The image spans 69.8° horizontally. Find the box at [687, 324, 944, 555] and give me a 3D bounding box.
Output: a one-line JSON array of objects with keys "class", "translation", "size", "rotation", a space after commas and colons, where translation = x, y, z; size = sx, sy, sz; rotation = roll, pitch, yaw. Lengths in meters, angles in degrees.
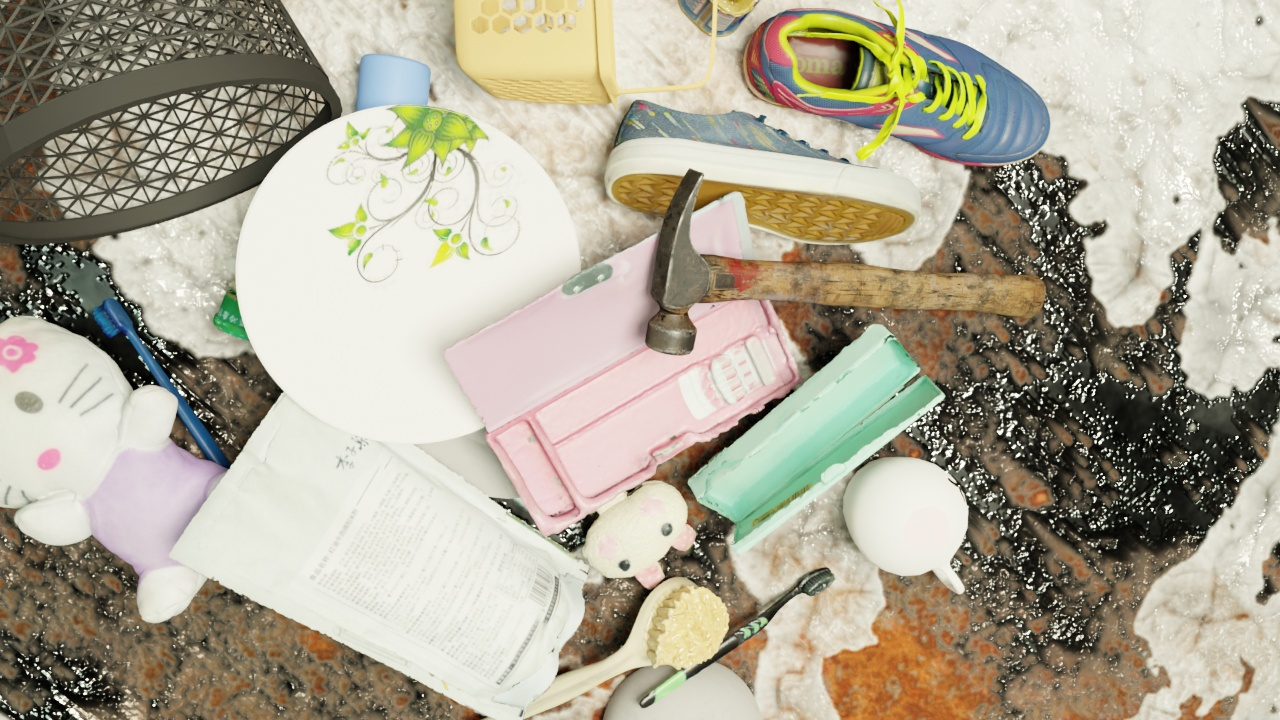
[{"class": "box", "translation": [0.136, 0.070, 0.669], "size": [0.189, 0.079, 0.077], "rotation": [-41, 141, 10]}]

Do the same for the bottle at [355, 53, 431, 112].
[{"class": "bottle", "translation": [-0.177, -0.143, 0.643], "size": [0.048, 0.048, 0.131], "rotation": [7, 97, -8]}]

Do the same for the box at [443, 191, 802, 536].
[{"class": "box", "translation": [-0.007, 0.001, 0.658], "size": [0.232, 0.055, 0.180], "rotation": [-28, 119, -11]}]

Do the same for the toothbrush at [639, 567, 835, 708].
[{"class": "toothbrush", "translation": [0.078, 0.215, 0.713], "size": [0.187, 0.017, 0.014], "rotation": [-30, 106, -18]}]

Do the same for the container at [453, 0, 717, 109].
[{"class": "container", "translation": [-0.034, -0.265, 0.601], "size": [0.167, 0.129, 0.183], "rotation": [-3, 95, 4]}]

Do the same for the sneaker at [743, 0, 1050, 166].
[{"class": "sneaker", "translation": [0.195, -0.191, 0.660], "size": [0.241, 0.091, 0.116], "rotation": [11, 93, -9]}]

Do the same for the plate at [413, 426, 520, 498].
[{"class": "plate", "translation": [-0.097, 0.017, 0.688], "size": [0.172, 0.019, 0.173], "rotation": [-1, 97, -7]}]

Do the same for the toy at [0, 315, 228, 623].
[{"class": "toy", "translation": [-0.363, 0.068, 0.625], "size": [0.209, 0.085, 0.137], "rotation": [37, 92, -5]}]

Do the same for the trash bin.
[{"class": "trash bin", "translation": [-0.332, -0.225, 0.541], "size": [0.217, 0.217, 0.243], "rotation": [-25, 93, -3]}]

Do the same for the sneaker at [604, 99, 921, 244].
[{"class": "sneaker", "translation": [0.093, -0.142, 0.663], "size": [0.235, 0.088, 0.079], "rotation": [7, 71, -10]}]

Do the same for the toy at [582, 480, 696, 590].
[{"class": "toy", "translation": [-0.005, 0.127, 0.702], "size": [0.087, 0.050, 0.112], "rotation": [-38, 108, -1]}]

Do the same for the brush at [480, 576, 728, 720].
[{"class": "brush", "translation": [-0.056, 0.248, 0.705], "size": [0.272, 0.077, 0.062], "rotation": [-29, 91, 3]}]

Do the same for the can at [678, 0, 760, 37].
[{"class": "can", "translation": [0.075, -0.283, 0.650], "size": [0.054, 0.059, 0.100], "rotation": [40, 92, -10]}]

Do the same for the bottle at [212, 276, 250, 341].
[{"class": "bottle", "translation": [-0.262, -0.068, 0.646], "size": [0.042, 0.042, 0.110], "rotation": [23, 93, -9]}]

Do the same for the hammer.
[{"class": "hammer", "translation": [0.164, -0.061, 0.658], "size": [0.329, 0.033, 0.120], "rotation": [1, 111, -24]}]

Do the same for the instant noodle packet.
[{"class": "instant noodle packet", "translation": [-0.164, 0.140, 0.645], "size": [0.269, 0.057, 0.146], "rotation": [37, 59, -20]}]

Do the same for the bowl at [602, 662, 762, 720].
[{"class": "bowl", "translation": [0.036, 0.307, 0.719], "size": [0.131, 0.064, 0.132], "rotation": [-1, 97, -7]}]

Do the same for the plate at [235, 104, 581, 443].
[{"class": "plate", "translation": [-0.154, -0.057, 0.633], "size": [0.229, 0.030, 0.229], "rotation": [-5, 103, -22]}]

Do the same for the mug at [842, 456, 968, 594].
[{"class": "mug", "translation": [0.215, 0.133, 0.712], "size": [0.090, 0.076, 0.124], "rotation": [-36, 100, -1]}]

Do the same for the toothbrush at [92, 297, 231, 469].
[{"class": "toothbrush", "translation": [-0.334, 0.039, 0.665], "size": [0.017, 0.016, 0.190], "rotation": [-30, 100, 5]}]
